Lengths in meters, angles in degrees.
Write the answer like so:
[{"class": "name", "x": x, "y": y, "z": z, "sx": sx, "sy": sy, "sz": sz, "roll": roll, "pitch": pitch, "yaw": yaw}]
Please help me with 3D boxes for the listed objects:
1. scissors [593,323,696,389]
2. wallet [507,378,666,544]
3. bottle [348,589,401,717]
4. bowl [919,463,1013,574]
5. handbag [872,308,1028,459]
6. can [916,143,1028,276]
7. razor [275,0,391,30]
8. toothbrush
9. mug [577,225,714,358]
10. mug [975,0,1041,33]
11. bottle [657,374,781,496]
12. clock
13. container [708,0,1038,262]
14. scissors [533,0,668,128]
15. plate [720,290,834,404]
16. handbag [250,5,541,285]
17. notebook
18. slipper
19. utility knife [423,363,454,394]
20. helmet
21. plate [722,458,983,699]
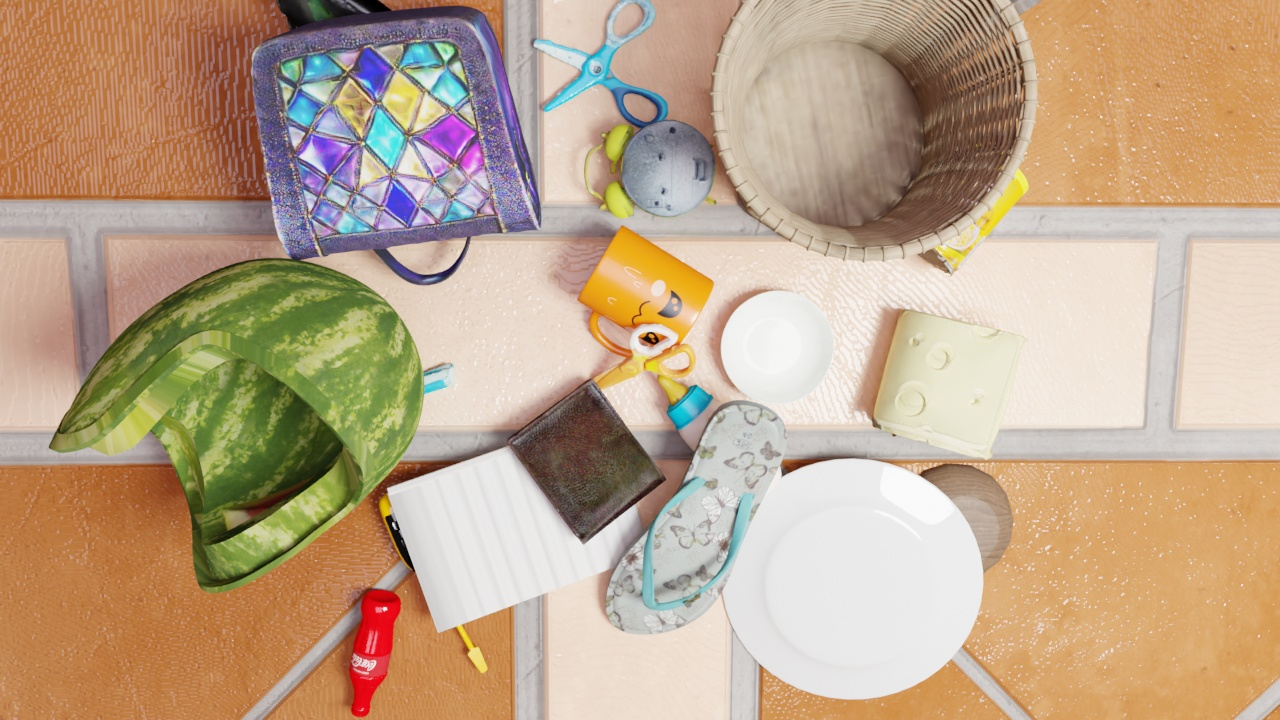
[{"class": "scissors", "x": -0.007, "y": 0.003, "z": 0.814, "sx": 0.128, "sy": 0.013, "sz": 0.064, "roll": -24, "pitch": 118, "yaw": 42}, {"class": "wallet", "x": -0.049, "y": 0.091, "z": 0.838, "sx": 0.099, "sy": 0.031, "sz": 0.120, "roll": -37, "pitch": 98, "yaw": -8}, {"class": "bottle", "x": -0.254, "y": 0.278, "z": 0.865, "sx": 0.036, "sy": 0.036, "sz": 0.119, "roll": 12, "pitch": 97, "yaw": -3}, {"class": "bowl", "x": 0.301, "y": 0.158, "z": 0.870, "sx": 0.118, "sy": 0.030, "sz": 0.118, "roll": 0, "pitch": 97, "yaw": -2}, {"class": "handbag", "x": 0.276, "y": 0.021, "z": 0.828, "sx": 0.111, "sy": 0.081, "sz": 0.119, "roll": 14, "pitch": 99, "yaw": 9}, {"class": "can", "x": 0.285, "y": -0.134, "z": 0.815, "sx": 0.067, "sy": 0.067, "sz": 0.105, "roll": 39, "pitch": 95, "yaw": -6}, {"class": "razor", "x": -0.240, "y": -0.284, "z": 0.795, "sx": 0.151, "sy": 0.054, "sz": 0.067, "roll": 27, "pitch": 105, "yaw": -11}, {"class": "toothbrush", "x": -0.193, "y": 0.211, "z": 0.863, "sx": 0.031, "sy": 0.031, "sz": 0.197, "roll": -31, "pitch": 100, "yaw": -24}, {"class": "mug", "x": -0.004, "y": -0.050, "z": 0.820, "sx": 0.096, "sy": 0.077, "sz": 0.113, "roll": 31, "pitch": 126, "yaw": -5}, {"class": "mug", "x": 0.315, "y": -0.354, "z": 0.792, "sx": 0.115, "sy": 0.080, "sz": 0.107, "roll": -36, "pitch": 96, "yaw": -26}, {"class": "bottle", "x": 0.067, "y": 0.065, "z": 0.841, "sx": 0.051, "sy": 0.051, "sz": 0.146, "roll": -43, "pitch": 96, "yaw": 3}, {"class": "clock", "x": 0.010, "y": -0.167, "z": 0.808, "sx": 0.119, "sy": 0.057, "sz": 0.083, "roll": 0, "pitch": 98, "yaw": -2}, {"class": "container", "x": 0.165, "y": -0.191, "z": 0.733, "sx": 0.227, "sy": 0.196, "sz": 0.227, "roll": 0, "pitch": 95, "yaw": 2}, {"class": "scissors", "x": -0.027, "y": -0.255, "z": 0.820, "sx": 0.134, "sy": 0.011, "sz": 0.137, "roll": -38, "pitch": 98, "yaw": 0}, {"class": "plate", "x": 0.124, "y": -0.012, "z": 0.846, "sx": 0.104, "sy": 0.026, "sz": 0.104, "roll": 0, "pitch": 96, "yaw": -2}, {"class": "handbag", "x": -0.195, "y": -0.169, "z": 0.762, "sx": 0.205, "sy": 0.125, "sz": 0.222, "roll": -7, "pitch": 116, "yaw": -1}, {"class": "notebook", "x": -0.110, "y": 0.149, "z": 0.851, "sx": 0.209, "sy": 0.009, "sz": 0.142, "roll": -19, "pitch": 98, "yaw": -9}, {"class": "slipper", "x": 0.054, "y": 0.159, "z": 0.819, "sx": 0.098, "sy": 0.054, "sz": 0.269, "roll": 26, "pitch": 111, "yaw": -8}, {"class": "utility knife", "x": -0.257, "y": 0.038, "z": 0.848, "sx": 0.181, "sy": 0.015, "sz": 0.022, "roll": -17, "pitch": 68, "yaw": 3}, {"class": "helmet", "x": -0.295, "y": 0.030, "z": 0.732, "sx": 0.247, "sy": 0.243, "sz": 0.213, "roll": -30, "pitch": 119, "yaw": -1}, {"class": "plate", "x": 0.197, "y": 0.211, "z": 0.861, "sx": 0.242, "sy": 0.016, "sz": 0.242, "roll": 1, "pitch": 101, "yaw": 6}]
